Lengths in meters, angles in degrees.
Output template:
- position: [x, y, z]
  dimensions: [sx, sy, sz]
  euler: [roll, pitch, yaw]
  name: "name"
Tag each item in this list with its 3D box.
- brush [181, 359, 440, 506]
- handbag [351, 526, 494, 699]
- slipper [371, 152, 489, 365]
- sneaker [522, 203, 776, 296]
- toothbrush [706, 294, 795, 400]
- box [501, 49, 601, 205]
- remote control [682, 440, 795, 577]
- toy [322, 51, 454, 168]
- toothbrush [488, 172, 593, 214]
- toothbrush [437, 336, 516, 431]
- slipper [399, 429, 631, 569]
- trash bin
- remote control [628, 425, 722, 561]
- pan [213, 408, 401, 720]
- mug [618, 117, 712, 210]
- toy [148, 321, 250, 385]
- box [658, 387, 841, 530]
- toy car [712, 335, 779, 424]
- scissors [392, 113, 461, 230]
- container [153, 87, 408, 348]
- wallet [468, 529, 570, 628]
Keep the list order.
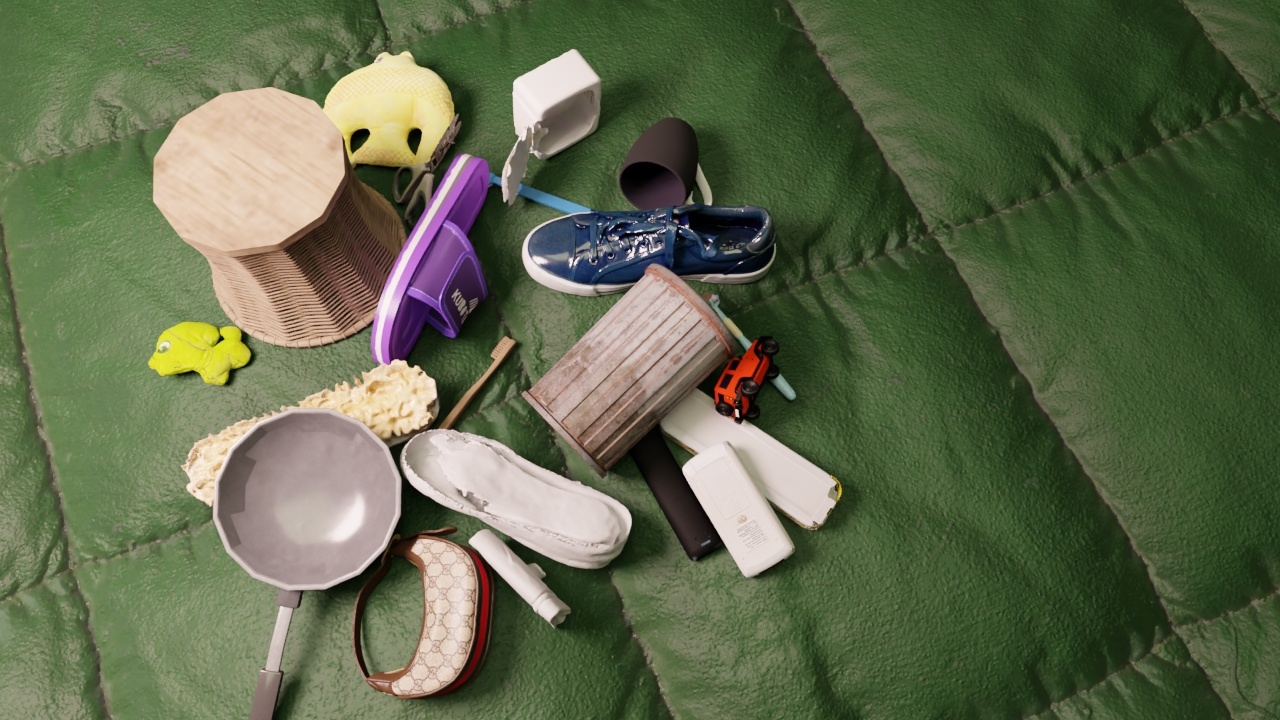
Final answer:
- position: [-0.343, 0.080, 0.972]
  dimensions: [0.271, 0.057, 0.083]
  euler: [-21, 79, -8]
  name: "brush"
- position: [-0.219, 0.248, 0.912]
  dimensions: [0.138, 0.063, 0.166]
  euler: [-1, 69, 9]
  name: "handbag"
- position: [-0.206, -0.109, 1.028]
  dimensions: [0.084, 0.107, 0.265]
  euler: [18, 65, 4]
  name: "slipper"
- position: [0.011, -0.138, 1.029]
  dimensions: [0.294, 0.127, 0.120]
  euler: [-3, 67, 0]
  name: "sneaker"
- position: [0.125, -0.016, 1.039]
  dimensions: [0.016, 0.022, 0.155]
  euler: [-46, 71, 27]
  name: "toothbrush"
- position: [-0.123, -0.276, 1.084]
  dimensions: [0.083, 0.111, 0.190]
  euler: [35, 69, 11]
  name: "box"
- position: [0.101, 0.154, 0.951]
  dimensions: [0.060, 0.025, 0.138]
  euler: [-33, 81, 10]
  name: "remote control"
- position: [-0.310, -0.308, 1.124]
  dimensions: [0.170, 0.064, 0.154]
  euler: [2, 81, 7]
  name: "toy"
- position: [-0.134, -0.200, 1.111]
  dimensions: [0.166, 0.014, 0.016]
  euler: [20, 68, 3]
  name: "toothbrush"
- position: [-0.191, 0.040, 1.013]
  dimensions: [0.016, 0.016, 0.166]
  euler: [31, 71, 10]
  name: "toothbrush"
- position: [-0.130, 0.141, 0.941]
  dimensions: [0.247, 0.075, 0.112]
  euler: [23, 29, 2]
  name: "slipper"
- position: [-0.006, 0.006, 0.956]
  dimensions: [0.211, 0.131, 0.131]
  euler: [-44, 75, -7]
  name: "trash bin"
- position: [0.035, 0.139, 0.976]
  dimensions: [0.041, 0.020, 0.152]
  euler: [-27, 71, -12]
  name: "remote control"
- position: [-0.342, 0.223, 0.901]
  dimensions: [0.178, 0.041, 0.357]
  euler: [11, 83, -7]
  name: "pan"
- position: [0.041, -0.228, 1.094]
  dimensions: [0.119, 0.085, 0.100]
  euler: [35, 53, -19]
  name: "mug"
- position: [-0.490, -0.009, 1.019]
  dimensions: [0.093, 0.036, 0.094]
  euler: [40, 67, 10]
  name: "toy"
- position: [0.117, 0.102, 0.986]
  dimensions: [0.209, 0.033, 0.064]
  euler: [33, 74, 12]
  name: "box"
- position: [0.114, 0.019, 0.982]
  dimensions: [0.049, 0.051, 0.100]
  euler: [17, 56, 21]
  name: "toy car"
- position: [-0.248, -0.227, 1.054]
  dimensions: [0.012, 0.170, 0.132]
  euler: [-13, 38, -43]
  name: "scissors"
- position: [-0.383, -0.154, 0.988]
  dimensions: [0.227, 0.196, 0.226]
  euler: [0, 69, -1]
  name: "container"
- position: [-0.116, 0.214, 0.911]
  dimensions: [0.116, 0.086, 0.032]
  euler: [44, 79, 11]
  name: "wallet"
